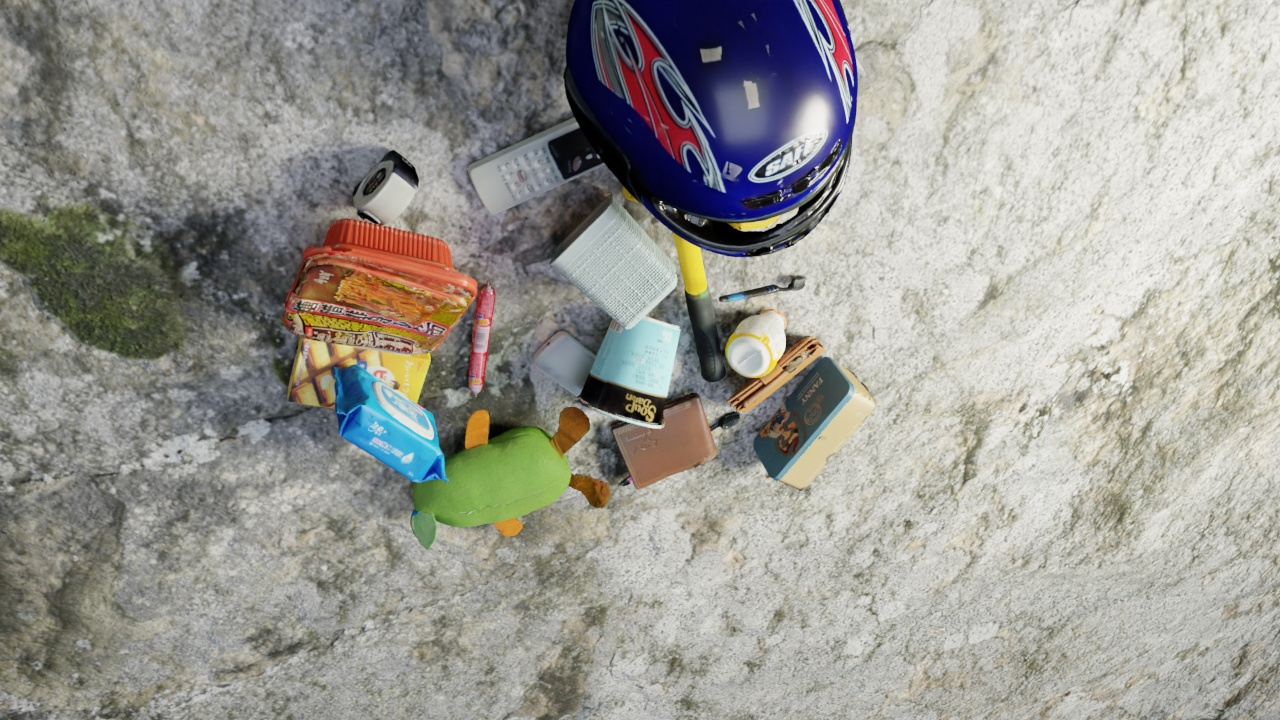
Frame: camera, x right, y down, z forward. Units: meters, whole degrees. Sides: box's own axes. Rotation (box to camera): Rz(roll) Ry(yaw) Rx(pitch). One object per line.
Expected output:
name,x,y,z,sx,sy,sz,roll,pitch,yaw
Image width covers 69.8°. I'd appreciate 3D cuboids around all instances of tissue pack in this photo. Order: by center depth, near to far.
tissue pack,-0.270,0.070,1.001,0.052,0.095,0.157,-43,128,6

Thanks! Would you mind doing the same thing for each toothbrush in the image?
toothbrush,0.145,-0.083,1.066,0.189,0.014,0.016,-14,134,-50
toothbrush,0.054,0.122,1.236,0.189,0.017,0.014,-32,119,7

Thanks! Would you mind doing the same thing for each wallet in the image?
wallet,0.172,0.018,1.161,0.132,0.031,0.107,-41,169,13
wallet,0.032,0.104,1.197,0.124,0.032,0.101,-22,118,1

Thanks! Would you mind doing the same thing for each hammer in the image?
hammer,0.065,-0.082,1.057,0.032,0.129,0.301,-50,145,-28

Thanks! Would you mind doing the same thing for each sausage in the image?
sausage,-0.183,-0.022,1.052,0.020,0.020,0.156,1,123,-19

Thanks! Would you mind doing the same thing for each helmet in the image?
helmet,0.075,-0.232,0.802,0.247,0.240,0.315,-31,103,2

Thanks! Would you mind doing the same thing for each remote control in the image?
remote control,-0.101,-0.204,0.950,0.150,0.021,0.058,-25,128,0
remote control,-0.068,0.017,1.117,0.056,0.020,0.136,-43,126,12

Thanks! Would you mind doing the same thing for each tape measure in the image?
tape measure,-0.249,-0.166,0.899,0.066,0.066,0.033,-43,127,13
tape measure,0.133,-0.180,1.041,0.057,0.029,0.060,-6,125,-13

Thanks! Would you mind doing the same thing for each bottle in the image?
bottle,0.145,-0.025,1.106,0.063,0.108,0.063,12,122,20

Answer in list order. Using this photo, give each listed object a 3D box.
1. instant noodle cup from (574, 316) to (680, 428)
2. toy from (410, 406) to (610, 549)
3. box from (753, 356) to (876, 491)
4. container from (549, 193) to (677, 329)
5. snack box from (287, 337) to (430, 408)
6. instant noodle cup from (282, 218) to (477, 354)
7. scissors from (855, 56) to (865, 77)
instant noodle cup,-0.006,0.006,1.070,0.111,0.111,0.120,16,93,-27
toy,-0.168,0.144,1.131,0.246,0.090,0.227,-14,126,-5
box,0.234,0.081,1.222,0.061,0.089,0.185,22,112,-29
container,-0.025,-0.103,0.981,0.090,0.089,0.111,-43,103,14
snack box,-0.314,0.015,1.027,0.140,0.033,0.087,10,121,-27
instant noodle cup,-0.262,-0.076,0.920,0.164,0.079,0.189,12,154,-26
scissors,0.165,-0.366,0.924,0.220,0.021,0.235,13,118,-25
